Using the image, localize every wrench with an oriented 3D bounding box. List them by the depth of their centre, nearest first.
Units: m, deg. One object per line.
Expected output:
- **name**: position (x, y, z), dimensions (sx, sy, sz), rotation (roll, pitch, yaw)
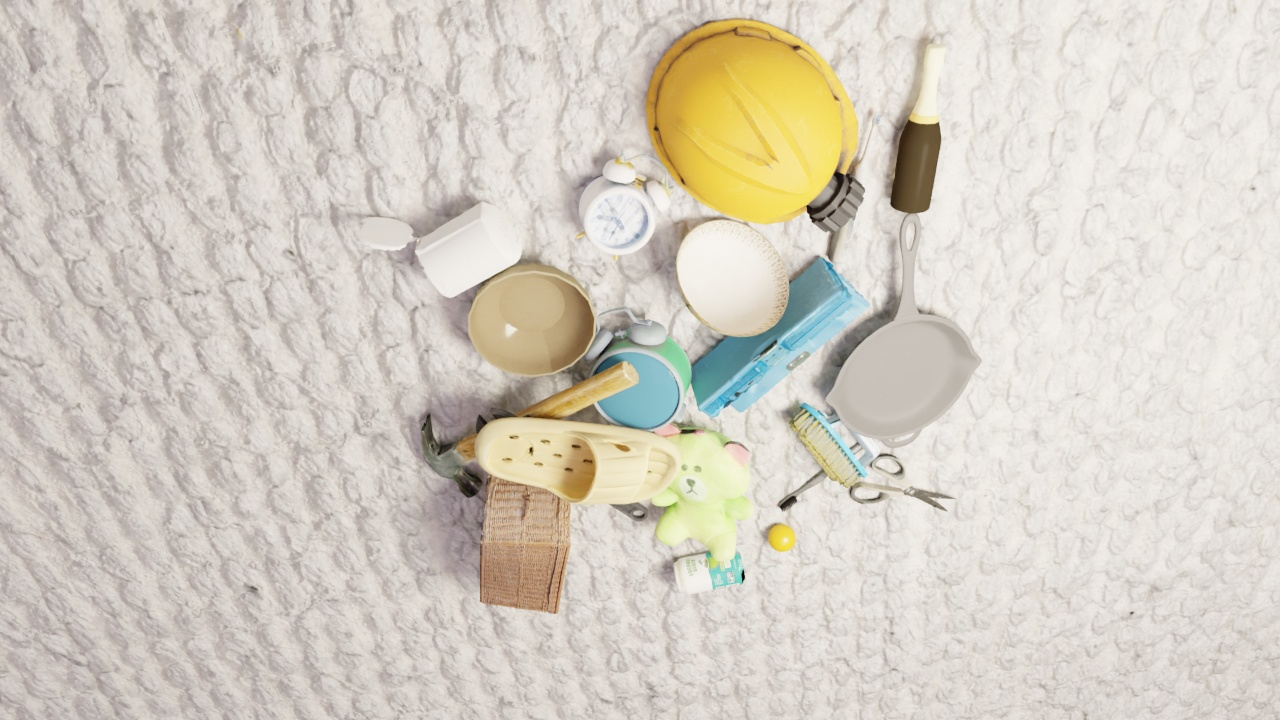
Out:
- **wrench**: position (-0.095, 0.139, 1.176), dimensions (0.273, 0.018, 0.073), rotation (36, 118, -24)

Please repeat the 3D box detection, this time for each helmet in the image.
- **helmet**: position (0.129, -0.230, 0.975), dimensions (0.255, 0.131, 0.206), rotation (33, 115, -22)

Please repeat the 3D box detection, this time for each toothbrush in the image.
- **toothbrush**: position (0.250, -0.199, 1.071), dimensions (0.022, 0.024, 0.186), rotation (-23, 134, -41)
- **toothbrush**: position (0.262, 0.163, 1.311), dimensions (0.013, 0.013, 0.168), rotation (39, 109, -25)

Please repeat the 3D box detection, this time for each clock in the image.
- **clock**: position (-0.018, -0.178, 1.042), dimensions (0.089, 0.052, 0.126), rotation (27, 113, -20)
- **clock**: position (-0.007, 0.007, 1.146), dimensions (0.122, 0.075, 0.162), rotation (-14, 114, 20)

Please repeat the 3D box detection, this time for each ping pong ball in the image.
- **ping pong ball**: position (0.208, 0.262, 1.351), dimensions (0.040, 0.040, 0.040), rotation (-3, 123, -4)

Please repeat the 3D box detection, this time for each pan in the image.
- **pan**: position (0.335, -0.031, 1.173), dimensions (0.216, 0.024, 0.355), rotation (-13, 125, -6)

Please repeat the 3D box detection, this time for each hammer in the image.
- **hammer**: position (-0.145, 0.076, 1.162), dimensions (0.331, 0.033, 0.132), rotation (-26, 120, 27)

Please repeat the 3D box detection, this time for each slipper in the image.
- **slipper**: position (-0.074, 0.135, 1.121), dimensions (0.261, 0.079, 0.111), rotation (12, 121, -16)

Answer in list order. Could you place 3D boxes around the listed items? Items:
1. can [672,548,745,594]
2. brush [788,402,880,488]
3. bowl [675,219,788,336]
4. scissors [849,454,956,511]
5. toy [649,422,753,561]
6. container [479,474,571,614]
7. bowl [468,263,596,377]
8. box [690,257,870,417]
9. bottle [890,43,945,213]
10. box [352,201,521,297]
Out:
- **can**: position (0.102, 0.314, 1.366), dimensions (0.101, 0.054, 0.055), rotation (-11, 123, 2)
- **brush**: position (0.262, 0.103, 1.247), dimensions (0.075, 0.055, 0.136), rotation (-44, 112, -8)
- **bowl**: position (0.098, -0.088, 1.085), dimensions (0.145, 0.145, 0.063), rotation (15, 158, -15)
- **scissors**: position (0.380, 0.192, 1.341), dimensions (0.150, 0.012, 0.165), rotation (-28, 122, 13)
- **toy**: position (0.084, 0.168, 1.250), dimensions (0.150, 0.107, 0.197), rotation (13, 114, 13)
- **container**: position (-0.156, 0.247, 1.239), dimensions (0.112, 0.113, 0.199), rotation (4, 137, -7)
- **bowl**: position (-0.130, -0.055, 1.105), dimensions (0.152, 0.050, 0.153), rotation (-4, 127, -5)
- **box**: position (0.182, -0.007, 1.149), dimensions (0.112, 0.094, 0.232), rotation (37, 112, -28)
- **bottle**: position (0.315, -0.258, 1.025), dimensions (0.045, 0.045, 0.185), rotation (-3, 123, -4)
- **box**: position (-0.226, -0.137, 1.033), dimensions (0.147, 0.084, 0.136), rotation (-29, 127, 14)
